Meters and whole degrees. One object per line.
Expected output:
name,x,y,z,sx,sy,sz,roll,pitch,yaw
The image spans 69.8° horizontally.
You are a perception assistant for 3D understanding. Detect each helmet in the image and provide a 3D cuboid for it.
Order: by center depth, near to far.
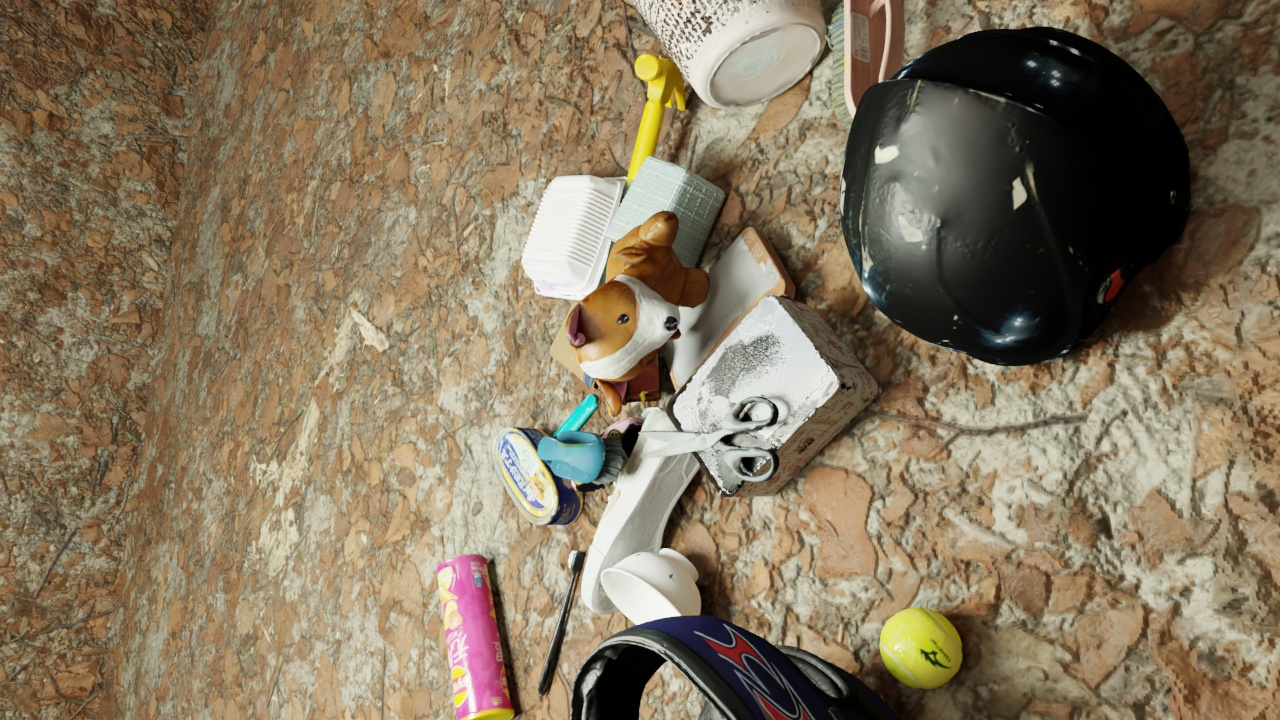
helmet,0.106,0.345,0.723,0.248,0.240,0.315,-43,62,30
helmet,0.270,-0.122,0.726,0.234,0.229,0.275,27,118,49

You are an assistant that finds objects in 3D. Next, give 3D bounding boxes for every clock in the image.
clock,-0.006,0.006,1.062,0.121,0.055,0.082,-93,-1,-72

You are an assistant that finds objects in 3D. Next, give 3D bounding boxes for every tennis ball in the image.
tennis ball,0.232,0.238,0.759,0.066,0.065,0.065,-16,67,42

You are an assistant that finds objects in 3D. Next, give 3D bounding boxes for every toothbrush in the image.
toothbrush,-0.099,0.319,1.118,0.018,0.015,0.181,10,84,53

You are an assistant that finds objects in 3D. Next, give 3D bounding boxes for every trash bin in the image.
trash bin,0.098,-0.395,1.002,0.228,0.227,0.192,-34,68,35

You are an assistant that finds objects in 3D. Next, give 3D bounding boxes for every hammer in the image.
hammer,-0.004,-0.218,1.127,0.033,0.128,0.301,20,105,18

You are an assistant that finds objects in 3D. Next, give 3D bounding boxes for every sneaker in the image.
sneaker,-0.014,0.163,1.023,0.091,0.089,0.242,36,104,49

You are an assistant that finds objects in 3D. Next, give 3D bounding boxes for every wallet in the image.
wallet,-0.066,-0.021,1.174,0.115,0.033,0.090,33,100,47

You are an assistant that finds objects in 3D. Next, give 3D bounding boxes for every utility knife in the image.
utility knife,-0.101,0.101,1.189,0.151,0.013,0.029,-49,51,21

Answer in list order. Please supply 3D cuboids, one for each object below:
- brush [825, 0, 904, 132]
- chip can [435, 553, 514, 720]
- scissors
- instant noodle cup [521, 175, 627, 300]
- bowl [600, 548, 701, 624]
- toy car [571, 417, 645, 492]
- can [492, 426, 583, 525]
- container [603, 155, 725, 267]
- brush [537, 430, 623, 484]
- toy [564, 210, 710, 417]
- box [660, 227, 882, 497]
brush,0.231,-0.300,0.924,0.073,0.063,0.145,-15,68,54
chip can,-0.217,0.361,1.187,0.072,0.071,0.210,-39,53,32
scissors,0.066,0.084,0.893,0.169,0.014,0.156,-50,54,24
instant noodle cup,-0.093,-0.172,1.214,0.138,0.060,0.173,10,80,48
bowl,0.024,0.239,0.967,0.118,0.118,0.064,6,43,47
toy car,-0.038,0.110,1.087,0.123,0.056,0.037,-49,52,25
can,-0.132,0.145,1.164,0.075,0.049,0.148,-51,56,21
container,0.031,-0.170,1.077,0.090,0.090,0.111,34,100,46
brush,-0.074,0.104,1.010,0.144,0.073,0.055,-2,74,65
toy,-0.003,-0.051,0.946,0.131,0.140,0.199,1,44,44
box,0.105,-0.006,0.954,0.179,0.105,0.260,-49,54,25
